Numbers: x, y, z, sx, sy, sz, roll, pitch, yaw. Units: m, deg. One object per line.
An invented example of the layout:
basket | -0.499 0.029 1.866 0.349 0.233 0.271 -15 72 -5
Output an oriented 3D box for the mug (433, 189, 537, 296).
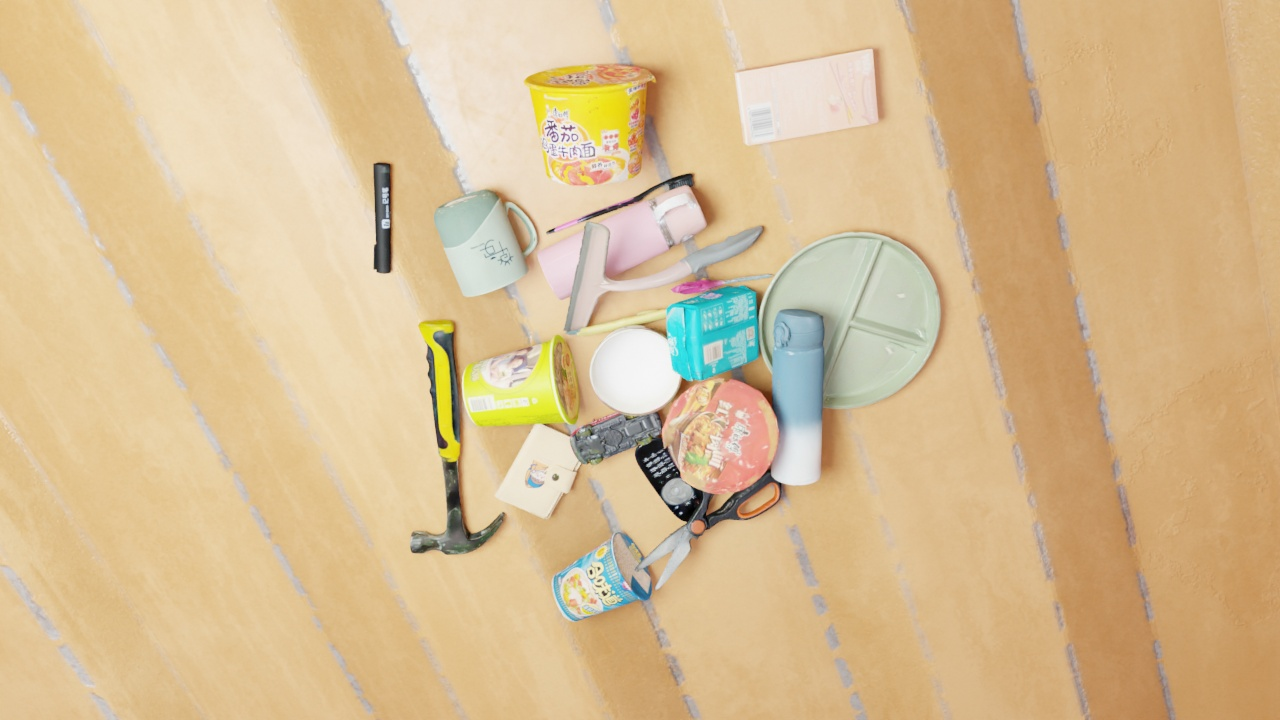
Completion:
mug | -0.177 -0.145 1.081 0.111 0.082 0.106 -28 110 -24

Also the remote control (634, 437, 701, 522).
remote control | 0.040 0.156 1.215 0.053 0.024 0.136 -32 109 5

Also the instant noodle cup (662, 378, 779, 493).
instant noodle cup | 0.095 0.088 1.137 0.138 0.108 0.138 0 92 -2

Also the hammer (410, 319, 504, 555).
hammer | -0.245 0.105 1.186 0.126 0.032 0.324 -1 109 -2

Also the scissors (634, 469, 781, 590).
scissors | 0.079 0.196 1.211 0.229 0.022 0.190 -17 100 -7

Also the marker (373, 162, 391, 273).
marker | -0.309 -0.169 1.096 0.022 0.020 0.132 14 112 24

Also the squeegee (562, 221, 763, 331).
squeegee | 0.042 -0.112 1.077 0.249 0.248 0.040 -19 69 -18

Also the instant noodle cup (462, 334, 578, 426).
instant noodle cup | -0.149 0.033 1.130 0.123 0.111 0.112 -10 109 10

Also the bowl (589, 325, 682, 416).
bowl | -0.007 0.007 1.143 0.113 0.062 0.113 -1 108 -3

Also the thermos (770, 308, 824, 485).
thermos | 0.192 0.044 1.132 0.070 0.070 0.221 -3 110 -1

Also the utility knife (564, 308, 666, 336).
utility knife | -0.012 -0.048 1.134 0.166 0.031 0.018 -17 73 -6

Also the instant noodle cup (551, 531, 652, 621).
instant noodle cup | -0.056 0.296 1.230 0.110 0.099 0.099 -29 108 16

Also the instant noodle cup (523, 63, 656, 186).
instant noodle cup | -0.055 -0.260 1.016 0.138 0.137 0.110 -4 117 -1

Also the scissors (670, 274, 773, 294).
scissors | 0.103 -0.095 1.116 0.133 0.056 0.017 -9 93 -20

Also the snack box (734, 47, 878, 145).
snack box | 0.192 -0.304 1.060 0.157 0.026 0.084 -9 109 1

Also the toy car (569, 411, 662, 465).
toy car | -0.032 0.093 1.180 0.120 0.045 0.053 -22 106 0

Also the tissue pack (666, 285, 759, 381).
tissue pack | 0.091 -0.035 1.110 0.133 0.050 0.093 -18 110 -41

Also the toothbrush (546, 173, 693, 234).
toothbrush | -0.025 -0.184 1.102 0.189 0.014 0.018 -21 118 6

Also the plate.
plate | 0.260 -0.049 1.151 0.230 0.027 0.230 -1 109 -2

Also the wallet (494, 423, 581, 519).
wallet | -0.125 0.146 1.198 0.087 0.024 0.115 28 93 -21

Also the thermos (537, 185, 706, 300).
thermos | -0.022 -0.142 1.079 0.199 0.087 0.067 -24 81 8
